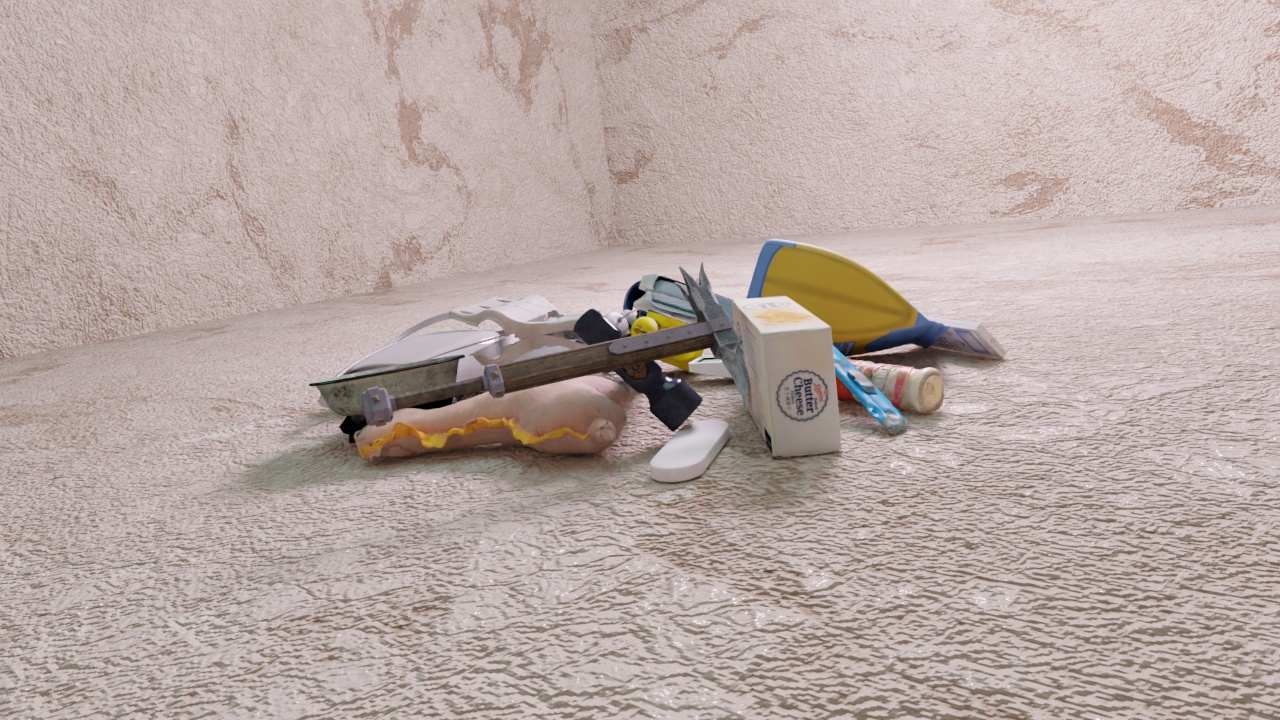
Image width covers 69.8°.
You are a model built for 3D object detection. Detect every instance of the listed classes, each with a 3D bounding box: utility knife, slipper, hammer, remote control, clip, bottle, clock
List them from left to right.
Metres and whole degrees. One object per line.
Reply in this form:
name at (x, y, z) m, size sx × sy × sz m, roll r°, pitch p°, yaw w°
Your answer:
clip at (-0.114, -0.023, 0.968) m, size 0.152 × 0.097 × 0.126 m, roll 17°, pitch 18°, yaw 11°
hammer at (-0.066, 0.009, 0.747) m, size 0.316 × 0.147 × 0.028 m, roll -13°, pitch -32°, yaw -18°
clock at (-0.046, -0.022, 1.094) m, size 0.123 × 0.035 × 0.094 m, roll -42°, pitch -10°, yaw 20°
hammer at (-0.006, 0.006, 0.949) m, size 0.040 × 0.129 × 0.322 m, roll -47°, pitch 0°, yaw 0°
slipper at (0.021, -0.084, 1.426) m, size 0.101 × 0.082 × 0.263 m, roll -1°, pitch 12°, yaw 17°
clock at (0.035, -0.025, 1.076) m, size 0.083 × 0.057 × 0.118 m, roll 22°, pitch 0°, yaw 18°
remote control at (0.043, 0.073, 0.761) m, size 0.043 × 0.013 × 0.136 m, roll -3°, pitch 11°, yaw 19°
remote control at (0.129, 0.008, 1.014) m, size 0.143 × 0.024 × 0.049 m, roll -2°, pitch 8°, yaw 19°
utility knife at (0.187, 0.013, 0.822) m, size 0.031 × 0.015 × 0.178 m, roll 4°, pitch 28°, yaw -26°
bottle at (0.222, 0.022, 0.836) m, size 0.044 × 0.044 × 0.109 m, roll -14°, pitch 13°, yaw -34°
remote control at (0.342, -0.028, 1.019) m, size 0.011 × 0.050 × 0.136 m, roll -53°, pitch 22°, yaw -7°

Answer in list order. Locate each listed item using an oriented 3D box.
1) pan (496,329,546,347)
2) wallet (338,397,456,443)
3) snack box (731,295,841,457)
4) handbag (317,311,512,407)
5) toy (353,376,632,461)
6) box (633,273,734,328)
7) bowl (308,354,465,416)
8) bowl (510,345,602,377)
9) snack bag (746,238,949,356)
pan at (-0.136, -0.015, 1.283) m, size 0.186 × 0.055 × 0.358 m, roll -15°, pitch 9°, yaw -37°
wallet at (-0.253, 0.063, 0.973) m, size 0.115 × 0.026 × 0.089 m, roll -9°, pitch 11°, yaw -6°
snack box at (0.125, 0.006, 0.815) m, size 0.057 × 0.104 × 0.207 m, roll -7°, pitch 11°, yaw 0°
handbag at (-0.276, 0.010, 1.093) m, size 0.216 × 0.095 × 0.222 m, roll 0°, pitch 15°, yaw 41°
toy at (-0.139, 0.059, 0.826) m, size 0.264 × 0.065 × 0.196 m, roll -9°, pitch 8°, yaw 3°
box at (0.095, -0.061, 1.129) m, size 0.199 × 0.066 × 0.083 m, roll 17°, pitch -25°, yaw -15°
bowl at (-0.255, 0.027, 0.944) m, size 0.157 × 0.038 × 0.157 m, roll -10°, pitch 4°, yaw 1°
bowl at (-0.094, 0.023, 0.982) m, size 0.118 × 0.062 × 0.118 m, roll -7°, pitch 10°, yaw 1°
snack bag at (0.225, -0.052, 1.011) m, size 0.205 × 0.102 × 0.159 m, roll 16°, pitch -4°, yaw 11°
